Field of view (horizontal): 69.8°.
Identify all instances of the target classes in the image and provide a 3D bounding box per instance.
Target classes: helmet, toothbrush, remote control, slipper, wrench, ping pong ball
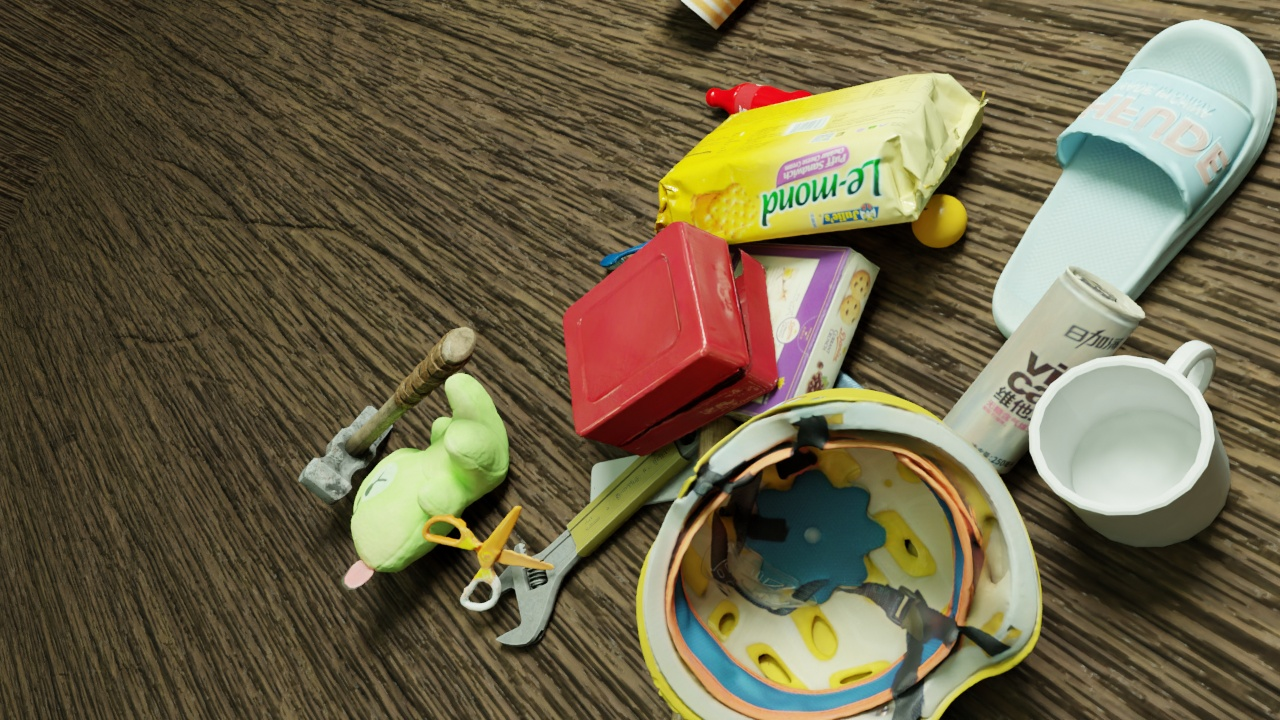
[{"bbox_3d":[0.118,0.123,0.589,0.240,0.139,0.209,-40,90,18],"label":"helmet"},{"bbox_3d":[0.020,-0.114,0.875,0.135,0.017,0.021,-21,62,26],"label":"toothbrush"},{"bbox_3d":[0.017,0.099,0.781,0.147,0.008,0.045,-15,62,32],"label":"remote control"},{"bbox_3d":[0.317,-0.115,0.603,0.104,0.074,0.245,37,96,41],"label":"slipper"},{"bbox_3d":[-0.040,0.146,0.787,0.274,0.018,0.083,-44,55,18],"label":"wrench"},{"bbox_3d":[0.225,-0.105,0.691,0.040,0.040,0.040,-17,60,31],"label":"ping pong ball"}]

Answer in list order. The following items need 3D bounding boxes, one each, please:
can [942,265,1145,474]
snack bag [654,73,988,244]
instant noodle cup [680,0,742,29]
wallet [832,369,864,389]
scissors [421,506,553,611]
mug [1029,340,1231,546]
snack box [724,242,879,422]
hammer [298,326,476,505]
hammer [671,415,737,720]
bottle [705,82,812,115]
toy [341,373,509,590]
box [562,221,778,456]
[{"bbox_3d":[0.250,0.009,0.582,0.136,0.054,0.054,-60,44,29],"label":"can"},{"bbox_3d":[0.131,-0.159,0.726,0.248,0.068,0.159,-2,36,37],"label":"snack bag"},{"bbox_3d":[0.076,-0.406,0.902,0.121,0.123,0.123,-50,48,18],"label":"instant noodle cup"},{"bbox_3d":[0.140,0.072,0.686,0.115,0.026,0.089,-52,47,6],"label":"wallet"},{"bbox_3d":[-0.134,0.175,0.804,0.125,0.011,0.128,9,113,15],"label":"scissors"},{"bbox_3d":[0.295,0.043,0.535,0.091,0.090,0.121,39,95,42],"label":"mug"},{"bbox_3d":[0.099,-0.022,0.732,0.148,0.040,0.143,14,78,53],"label":"snack box"},{"bbox_3d":[-0.236,0.046,0.883,0.320,0.049,0.121,-35,18,48],"label":"hammer"},{"bbox_3d":[0.039,0.180,0.661,0.040,0.132,0.304,-10,58,33],"label":"hammer"},{"bbox_3d":[0.108,-0.236,0.846,0.119,0.036,0.036,25,86,42],"label":"bottle"},{"bbox_3d":[-0.202,0.121,0.883,0.197,0.107,0.150,-51,28,19],"label":"toy"},{"bbox_3d":[0.018,-0.013,0.716,0.158,0.092,0.129,-33,51,35],"label":"box"}]
